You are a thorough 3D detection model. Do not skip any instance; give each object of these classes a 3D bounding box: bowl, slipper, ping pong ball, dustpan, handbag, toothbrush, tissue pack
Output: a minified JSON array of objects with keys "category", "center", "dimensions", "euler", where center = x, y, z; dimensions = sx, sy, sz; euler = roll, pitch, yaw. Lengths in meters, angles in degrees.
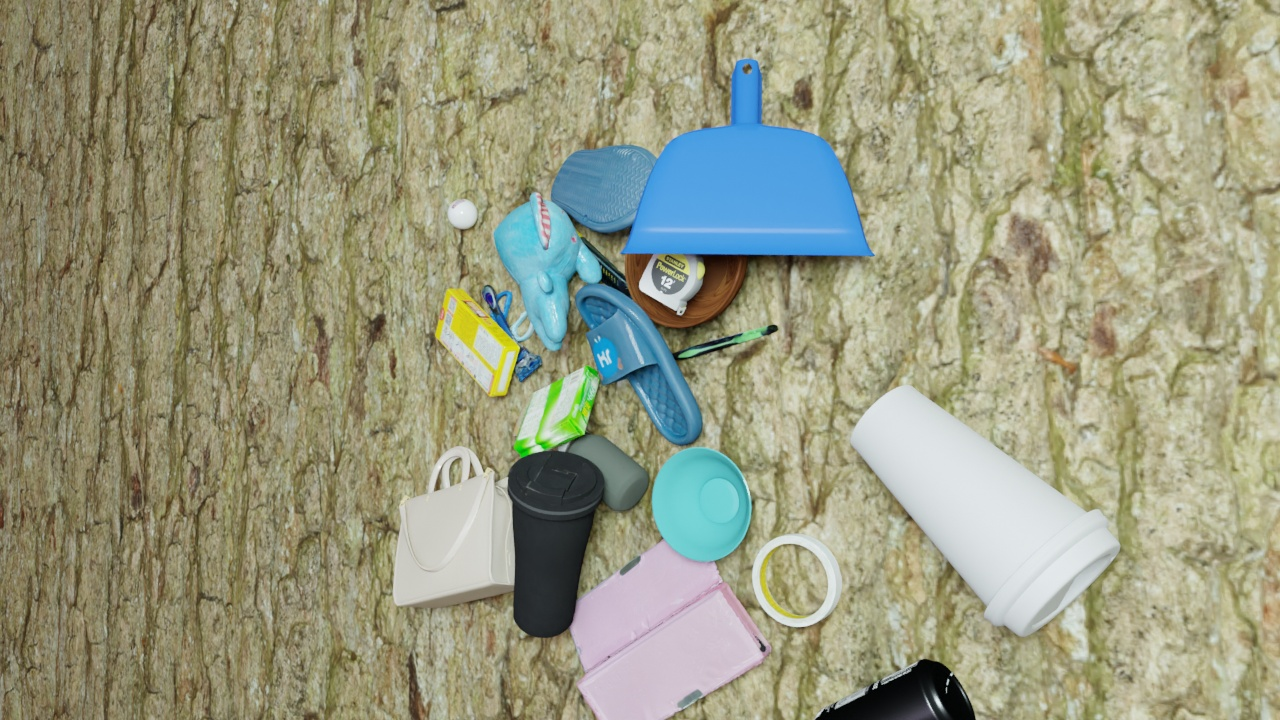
[{"category":"bowl","center":[0.061,-0.107,1.011],"dimensions":[0.148,0.068,0.147],"euler":[-2,86,34]},{"category":"bowl","center":[0.076,0.155,1.002],"dimensions":[0.121,0.046,0.121],"euler":[-2,86,33]},{"category":"slipper","center":[-0.006,0.006,1.019],"dimensions":[0.213,0.059,0.104],"euler":[55,148,1]},{"category":"ping pong ball","center":[-0.238,-0.196,1.230],"dimensions":[0.040,0.040,0.040],"euler":[-2,86,33]},{"category":"dustpan","center":[0.110,-0.213,0.949],"dimensions":[0.246,0.059,0.257],"euler":[1,71,5]},{"category":"slipper","center":[-0.040,-0.197,1.072],"dimensions":[0.214,0.059,0.104],"euler":[23,88,55]},{"category":"handbag","center":[-0.232,0.206,1.185],"dimensions":[0.195,0.101,0.197],"euler":[-21,65,31]},{"category":"toothbrush","center":[0.070,-0.013,1.037],"dimensions":[0.188,0.017,0.014],"euler":[-16,83,29]},{"category":"tissue pack","center":[-0.100,0.062,1.096],"dimensions":[0.100,0.034,0.113],"euler":[-26,32,30]}]

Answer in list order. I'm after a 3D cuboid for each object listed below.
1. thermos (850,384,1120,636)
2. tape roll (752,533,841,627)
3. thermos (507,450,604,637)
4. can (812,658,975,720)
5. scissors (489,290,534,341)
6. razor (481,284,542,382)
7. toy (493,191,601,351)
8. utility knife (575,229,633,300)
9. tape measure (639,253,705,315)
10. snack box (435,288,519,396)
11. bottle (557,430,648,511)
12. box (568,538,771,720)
[{"category":"thermos","center":[0.295,0.124,0.822],"dimensions":[0.222,0.131,0.132],"euler":[48,112,34]},{"category":"tape roll","center":[0.163,0.229,0.958],"dimensions":[0.094,0.019,0.094],"euler":[-2,87,34]},{"category":"thermos","center":[-0.103,0.213,1.048],"dimensions":[0.106,0.105,0.219],"euler":[28,124,31]},{"category":"can","center":[0.234,0.347,0.868],"dimensions":[0.146,0.080,0.080],"euler":[-38,68,26]},{"category":"scissors","center":[-0.176,-0.022,1.200],"dimensions":[0.097,0.020,0.133],"euler":[21,98,35]},{"category":"razor","center":[-0.173,-0.040,1.179],"dimensions":[0.044,0.018,0.141],"euler":[-40,68,24]},{"category":"toy","center":[-0.104,-0.105,1.083],"dimensions":[0.184,0.114,0.180],"euler":[119,136,-70]},{"category":"utility knife","center":[-0.052,-0.117,1.117],"dimensions":[0.186,0.020,0.029],"euler":[45,133,26]},{"category":"tape measure","center":[0.035,-0.089,0.974],"dimensions":[0.064,0.016,0.065],"euler":[33,105,31]},{"category":"snack box","center":[-0.214,-0.025,1.193],"dimensions":[0.152,0.025,0.075],"euler":[42,124,36]},{"category":"bottle","center":[-0.045,0.125,1.075],"dimensions":[0.108,0.060,0.060],"euler":[36,107,29]},{"category":"box","center":[0.013,0.310,1.037],"dimensions":[0.233,0.050,0.180],"euler":[-42,66,25]}]
